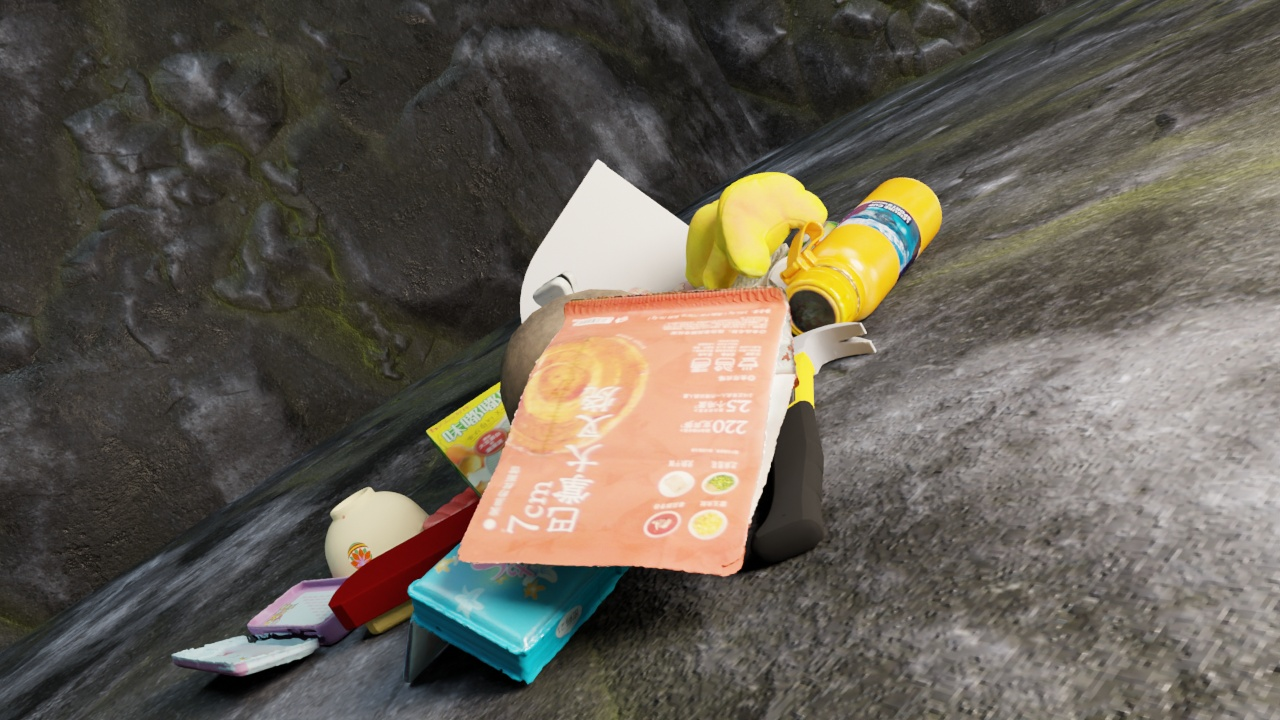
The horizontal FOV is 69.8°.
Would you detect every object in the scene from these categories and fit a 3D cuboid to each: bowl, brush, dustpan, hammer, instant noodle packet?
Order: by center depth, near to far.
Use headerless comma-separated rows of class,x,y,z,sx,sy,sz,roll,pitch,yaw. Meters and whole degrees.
instant noodle packet,0.001,0.044,0.560,0.164,0.084,0.220,-2,31,18
hammer,0.105,0.042,0.624,0.127,0.029,0.323,-28,12,17
bowl,-0.032,0.028,0.742,0.162,0.162,0.070,-29,33,9
brush,-0.170,0.169,0.754,0.173,0.042,0.082,-29,11,9
bowl,-0.279,0.174,0.948,0.118,0.074,0.118,-30,11,6
dustpan,-0.045,-0.102,1.207,0.258,0.191,0.053,-53,3,19

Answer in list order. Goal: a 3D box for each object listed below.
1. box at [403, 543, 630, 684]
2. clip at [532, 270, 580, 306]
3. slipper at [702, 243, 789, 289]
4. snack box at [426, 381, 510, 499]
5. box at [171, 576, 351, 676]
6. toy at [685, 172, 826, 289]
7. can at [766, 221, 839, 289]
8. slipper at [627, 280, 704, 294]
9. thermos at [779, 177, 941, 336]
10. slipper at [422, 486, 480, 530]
box,-0.062,0.114,0.623,0.169,0.086,0.226,-20,15,45
clip,-0.066,-0.026,1.052,0.127,0.151,0.105,-23,38,48
slipper,0.070,-0.029,0.981,0.272,0.054,0.115,-44,16,-21
snack box,-0.113,0.075,0.874,0.131,0.027,0.168,-35,40,-18
box,-0.337,0.250,0.853,0.151,0.040,0.215,-23,3,-41
toy,0.099,-0.132,0.939,0.134,0.087,0.194,-43,7,-4
can,0.177,-0.093,0.933,0.067,0.067,0.120,-24,12,34
slipper,0.003,-0.047,1.113,0.198,0.081,0.093,-36,3,45
thermos,0.196,-0.096,0.841,0.091,0.076,0.231,26,42,21
slipper,-0.129,0.094,0.948,0.248,0.059,0.104,-38,12,-27
